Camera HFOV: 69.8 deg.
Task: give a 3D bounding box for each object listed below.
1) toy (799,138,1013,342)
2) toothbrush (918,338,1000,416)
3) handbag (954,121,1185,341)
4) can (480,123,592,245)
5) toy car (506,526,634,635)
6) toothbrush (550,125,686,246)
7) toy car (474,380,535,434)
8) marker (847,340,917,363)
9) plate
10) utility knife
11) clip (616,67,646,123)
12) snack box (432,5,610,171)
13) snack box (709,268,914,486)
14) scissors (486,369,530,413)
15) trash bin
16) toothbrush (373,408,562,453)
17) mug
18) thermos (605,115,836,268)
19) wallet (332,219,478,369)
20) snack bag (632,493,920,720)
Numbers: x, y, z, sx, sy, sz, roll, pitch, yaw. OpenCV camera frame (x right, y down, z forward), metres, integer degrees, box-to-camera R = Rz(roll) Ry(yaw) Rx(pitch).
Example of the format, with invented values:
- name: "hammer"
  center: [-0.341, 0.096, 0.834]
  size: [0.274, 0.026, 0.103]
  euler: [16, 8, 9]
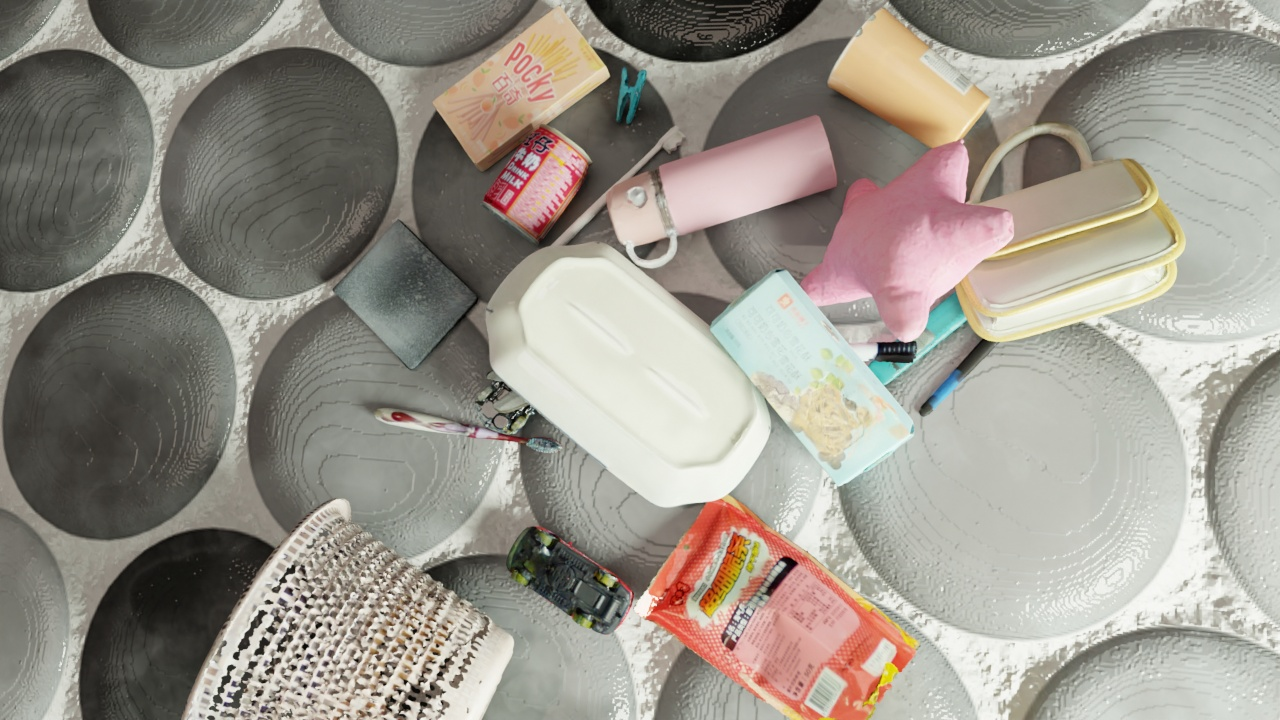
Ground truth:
- name: "toy"
  center: [0.219, -0.104, 0.737]
  size: [0.074, 0.195, 0.178]
  euler: [30, 89, -29]
- name: "toothbrush"
  center: [0.301, -0.024, 0.773]
  size: [0.189, 0.016, 0.014]
  euler: [-47, 69, 2]
- name: "handbag"
  center: [0.330, -0.120, 0.752]
  size: [0.163, 0.063, 0.178]
  euler: [-18, 63, 11]
- name: "can"
  center: [-0.095, -0.163, 0.848]
  size: [0.066, 0.066, 0.094]
  euler: [35, 89, 14]
- name: "toy car"
  center: [-0.061, 0.190, 0.795]
  size: [0.120, 0.045, 0.053]
  euler: [30, 85, 20]
- name: "toothbrush"
  center: [-0.027, -0.153, 0.860]
  size: [0.180, 0.016, 0.016]
  euler: [-43, 81, 1]
- name: "toy car"
  center: [-0.105, 0.022, 0.835]
  size: [0.049, 0.031, 0.105]
  euler: [41, 80, 6]
- name: "marker"
  center: [0.169, -0.006, 0.786]
  size: [0.131, 0.018, 0.022]
  euler: [-2, 36, 18]
- name: "plate"
  center: [-0.005, 0.005, 0.772]
  size: [0.265, 0.034, 0.161]
  euler: [41, 68, 0]
- name: "utility knife"
  center: [0.234, -0.012, 0.785]
  size: [0.209, 0.013, 0.029]
  euler: [-40, 73, 4]
- name: "clip"
  center: [-0.010, -0.252, 0.873]
  size: [0.048, 0.014, 0.057]
  euler: [12, 84, 11]
- name: "snack box"
  center: [-0.116, -0.263, 0.890]
  size: [0.157, 0.026, 0.084]
  euler: [-36, 76, 4]
- name: "snack box"
  center: [0.141, 0.012, 0.760]
  size: [0.074, 0.051, 0.175]
  euler: [-41, 84, 20]
- name: "scissors"
  center: [-0.044, 0.026, 0.812]
  size: [0.177, 0.019, 0.169]
  euler: [-30, 83, -14]
- name: "trash bin"
  center: [-0.219, 0.253, 0.744]
  size: [0.192, 0.227, 0.227]
  euler: [26, 86, 2]
- name: "toothbrush"
  center: [-0.163, 0.065, 0.850]
  size: [0.188, 0.017, 0.016]
  euler: [9, 85, 12]
- name: "mug"
  center: [0.234, -0.237, 0.793]
  size: [0.123, 0.078, 0.078]
  euler: [39, 90, 10]
- name: "thermos"
  center: [0.072, -0.146, 0.812]
  size: [0.199, 0.067, 0.087]
  euler: [-18, 74, 7]
- name: "wallet"
  center: [-0.226, -0.063, 0.885]
  size: [0.121, 0.019, 0.097]
  euler: [44, 93, 13]
- name: "snack bag"
  center: [0.110, 0.212, 0.751]
  size: [0.208, 0.073, 0.128]
  euler: [33, 84, 20]
